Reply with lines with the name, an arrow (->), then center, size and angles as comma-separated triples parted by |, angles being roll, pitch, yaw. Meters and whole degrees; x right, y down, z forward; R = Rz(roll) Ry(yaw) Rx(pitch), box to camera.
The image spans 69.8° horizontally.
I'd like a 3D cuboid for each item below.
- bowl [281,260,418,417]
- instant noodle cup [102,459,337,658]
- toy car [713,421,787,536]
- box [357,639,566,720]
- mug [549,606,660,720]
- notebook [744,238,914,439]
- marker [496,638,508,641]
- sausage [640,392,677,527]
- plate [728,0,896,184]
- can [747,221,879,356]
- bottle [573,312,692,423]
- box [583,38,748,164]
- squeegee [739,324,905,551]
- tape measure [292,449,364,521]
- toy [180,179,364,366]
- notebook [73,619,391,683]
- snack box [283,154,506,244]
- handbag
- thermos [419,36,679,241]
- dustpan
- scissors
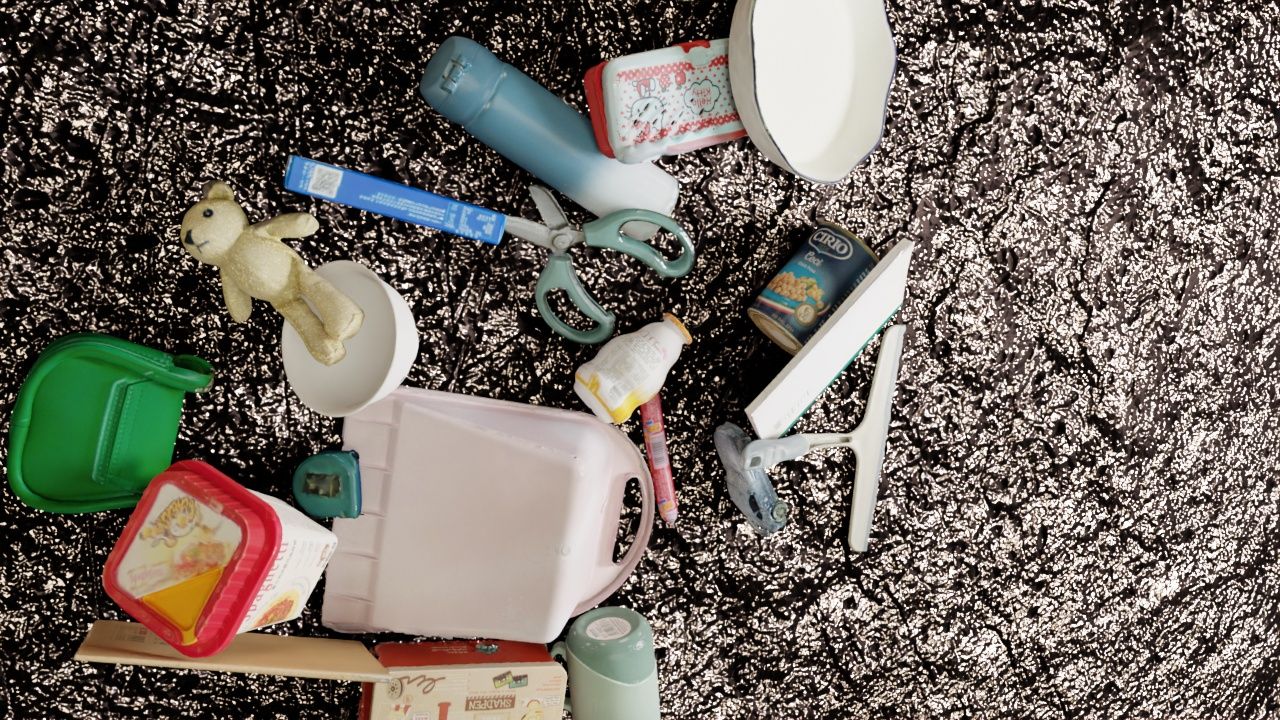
bowl -> -0.214, -0.015, 0.717 | 0.064, 0.118, 0.118 | 8, 102, -63
instant noodle cup -> -0.303, 0.146, 0.684 | 0.117, 0.124, 0.116 | 26, 86, 19
toy car -> 0.103, 0.115, 0.889 | 0.036, 0.054, 0.121 | -30, 111, -15
box -> -0.160, 0.299, 0.813 | 0.168, 0.079, 0.091 | 6, 94, -23
mug -> -0.040, 0.295, 0.868 | 0.112, 0.082, 0.106 | -2, 106, 11
notebook -> 0.179, -0.007, 0.859 | 0.209, 0.012, 0.150 | -47, 158, -5
marker -> -0.137, 0.303, 0.860 | 0.018, 0.015, 0.124 | 12, 96, -23
sausage -> 0.017, 0.089, 0.867 | 0.020, 0.020, 0.156 | -15, 108, -18
plate -> 0.147, -0.257, 0.789 | 0.204, 0.046, 0.205 | -8, 102, -43
can -> 0.161, -0.063, 0.856 | 0.075, 0.075, 0.111 | 43, 86, -25
bottle -> -0.005, 0.005, 0.813 | 0.108, 0.063, 0.063 | -41, 114, -8
box -> 0.046, -0.216, 0.753 | 0.200, 0.049, 0.087 | -24, 109, -38
squeegee -> 0.161, 0.084, 0.889 | 0.246, 0.039, 0.246 | -3, 103, -46
tape measure -> -0.255, 0.102, 0.750 | 0.054, 0.025, 0.058 | -1, 97, -2
toy -> -0.270, -0.060, 0.671 | 0.157, 0.066, 0.105 | 41, 112, 2
notebook -> -0.308, 0.222, 0.703 | 0.207, 0.148, 0.008 | 14, 79, -24
snack box -> -0.188, -0.122, 0.697 | 0.157, 0.084, 0.026 | 13, 97, -24
handbag -> -0.385, 0.047, 0.670 | 0.120, 0.068, 0.131 | 12, 98, -25
thermos -> -0.071, -0.177, 0.740 | 0.220, 0.070, 0.070 | 30, 90, -26
dustpan -> -0.129, 0.142, 0.829 | 0.273, 0.138, 0.223 | 14, 100, 4
scissors -> -0.048, -0.073, 0.771 | 0.173, 0.019, 0.178 | 12, 128, -22
